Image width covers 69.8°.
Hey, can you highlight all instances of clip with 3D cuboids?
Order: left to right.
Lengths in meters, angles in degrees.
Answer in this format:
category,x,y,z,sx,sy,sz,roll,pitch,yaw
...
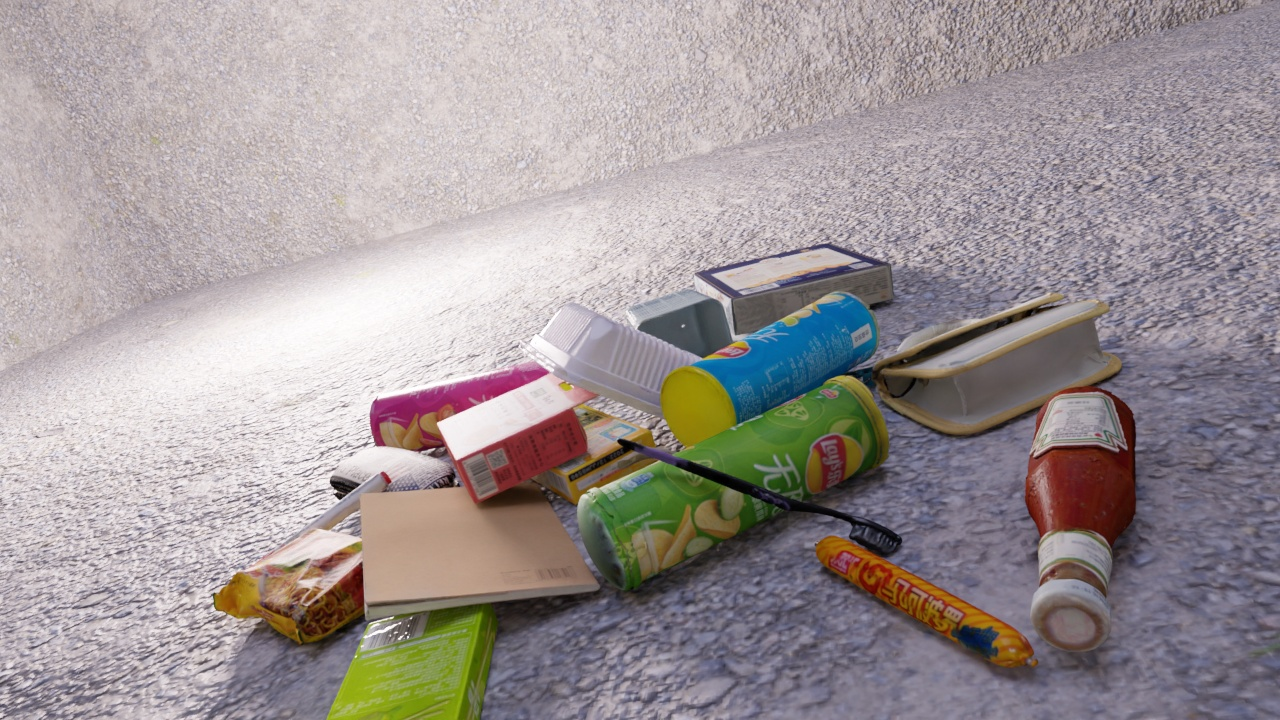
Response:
category,x,y,z,sx,sy,sz,roll,pitch,yaw
clip,0.036,0.087,0.710,0.102,0.035,0.094,-11,13,-7
clip,0.191,0.017,0.807,0.057,0.015,0.049,-14,16,15

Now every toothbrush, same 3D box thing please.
category,x,y,z,sx,sy,sz,roll,pitch,yaw
toothbrush,0.072,0.084,0.579,0.189,0.014,0.016,19,57,9

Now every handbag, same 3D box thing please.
category,x,y,z,sx,sy,sz,roll,pitch,yaw
handbag,0.270,-0.010,0.754,0.163,0.063,0.179,-19,15,-14

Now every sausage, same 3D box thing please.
category,x,y,z,sx,sy,sz,roll,pitch,yaw
sausage,0.149,0.128,0.503,0.021,0.021,0.165,-24,19,-22

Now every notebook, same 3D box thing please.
category,x,y,z,sx,sy,sz,roll,pitch,yaw
notebook,-0.129,0.131,0.680,0.149,0.012,0.211,-2,12,-18

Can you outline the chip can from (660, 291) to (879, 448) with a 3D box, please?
category,x,y,z,sx,sy,sz,roll,pitch,yaw
chip can,0.111,0.005,0.751,0.071,0.071,0.209,3,21,45

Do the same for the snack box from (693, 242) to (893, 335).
category,x,y,z,sx,sy,sz,roll,pitch,yaw
snack box,0.168,-0.086,1.053,0.178,0.046,0.182,-13,16,-6

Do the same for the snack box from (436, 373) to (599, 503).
category,x,y,z,sx,sy,sz,roll,pitch,yaw
snack box,-0.101,0.060,0.783,0.127,0.044,0.113,-24,19,-13

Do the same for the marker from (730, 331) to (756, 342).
category,x,y,z,sx,sy,sz,roll,pitch,yaw
marker,0.133,-0.023,0.969,0.016,0.017,0.146,-28,22,-32

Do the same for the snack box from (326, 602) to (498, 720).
category,x,y,z,sx,sy,sz,roll,pitch,yaw
snack box,-0.136,0.198,0.539,0.086,0.026,0.156,-15,18,3

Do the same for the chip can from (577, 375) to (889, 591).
category,x,y,z,sx,sy,sz,roll,pitch,yaw
chip can,0.064,0.082,0.631,0.221,0.072,0.072,-23,19,-18

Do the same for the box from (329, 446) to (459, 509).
category,x,y,z,sx,sy,sz,roll,pitch,yaw
box,-0.228,0.117,0.846,0.165,0.060,0.071,5,51,47

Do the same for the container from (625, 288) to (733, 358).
category,x,y,z,sx,sy,sz,roll,pitch,yaw
container,0.037,-0.019,0.933,0.090,0.090,0.111,-18,15,-6

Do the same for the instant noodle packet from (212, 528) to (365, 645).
category,x,y,z,sx,sy,sz,roll,pitch,yaw
instant noodle packet,-0.249,0.168,0.704,0.129,0.044,0.110,-1,20,40

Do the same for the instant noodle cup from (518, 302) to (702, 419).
category,x,y,z,sx,sy,sz,roll,pitch,yaw
instant noodle cup,-0.005,0.005,0.784,0.173,0.060,0.138,24,2,-26

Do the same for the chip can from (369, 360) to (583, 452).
category,x,y,z,sx,sy,sz,roll,pitch,yaw
chip can,-0.168,0.048,0.939,0.211,0.071,0.071,-12,19,15

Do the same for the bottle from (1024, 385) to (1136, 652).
category,x,y,z,sx,sy,sz,roll,pitch,yaw
bottle,0.241,0.081,0.504,0.060,0.060,0.205,-6,21,30

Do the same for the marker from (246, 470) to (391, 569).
category,x,y,z,sx,sy,sz,roll,pitch,yaw
marker,-0.275,0.143,0.778,0.145,0.017,0.017,-37,22,-10

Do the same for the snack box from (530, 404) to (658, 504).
category,x,y,z,sx,sy,sz,roll,pitch,yaw
snack box,-0.056,0.079,0.813,0.086,0.034,0.140,-26,22,-25
